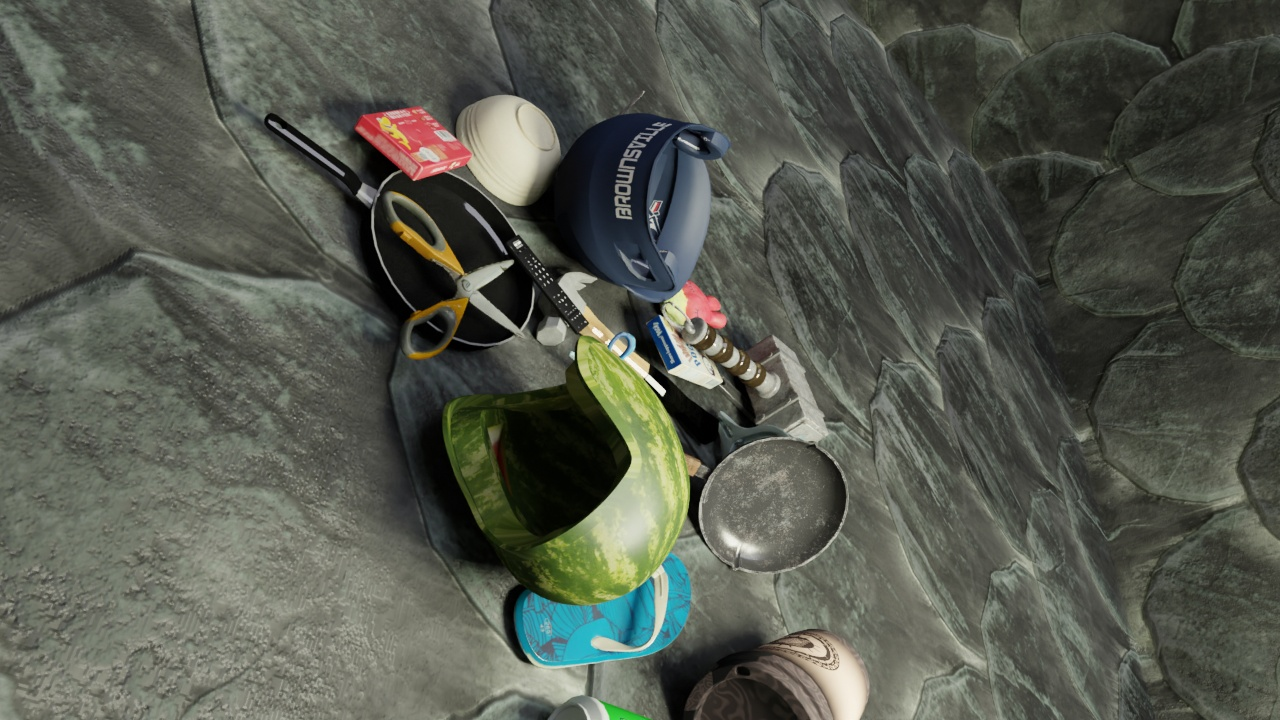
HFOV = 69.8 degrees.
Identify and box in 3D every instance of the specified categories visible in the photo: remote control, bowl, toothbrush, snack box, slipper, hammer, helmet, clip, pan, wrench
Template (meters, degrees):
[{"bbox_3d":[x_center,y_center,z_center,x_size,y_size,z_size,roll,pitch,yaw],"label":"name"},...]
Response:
[{"bbox_3d":[-0.114,-0.093,1.120,0.140,0.009,0.030,52,36,-6],"label":"remote control"},{"bbox_3d":[-0.159,-0.287,1.199,0.150,0.076,0.150,30,46,-37],"label":"bowl"},{"bbox_3d":[-0.059,-0.306,1.246,0.010,0.182,0.010,16,46,-43],"label":"toothbrush"},{"bbox_3d":[-0.257,-0.252,1.055,0.089,0.021,0.132,42,25,-1],"label":"snack box"},{"bbox_3d":[-0.019,0.274,1.020,0.294,0.060,0.118,2,69,-51],"label":"slipper"},{"bbox_3d":[0.145,0.007,1.337,0.326,0.080,0.176,34,31,-42],"label":"hammer"},{"bbox_3d":[-0.060,0.121,0.930,0.243,0.213,0.247,24,44,-67],"label":"helmet"},{"bbox_3d":[0.153,0.147,1.283,0.032,0.165,0.165,32,64,-41],"label":"clip"},{"bbox_3d":[-0.007,0.007,1.231,0.328,0.039,0.130,41,39,-28],"label":"hammer"},{"bbox_3d":[0.003,-0.201,1.227,0.272,0.223,0.232,34,73,-47],"label":"helmet"},{"bbox_3d":[0.108,0.156,1.206,0.357,0.208,0.040,27,14,-14],"label":"pan"},{"bbox_3d":[0.205,0.110,1.449,0.273,0.018,0.072,44,38,-23],"label":"wrench"},{"bbox_3d":[-0.260,-0.149,1.014,0.356,0.034,0.224,36,43,-32],"label":"pan"},{"bbox_3d":[0.064,-0.010,1.301,0.150,0.026,0.082,22,41,-62],"label":"snack box"}]

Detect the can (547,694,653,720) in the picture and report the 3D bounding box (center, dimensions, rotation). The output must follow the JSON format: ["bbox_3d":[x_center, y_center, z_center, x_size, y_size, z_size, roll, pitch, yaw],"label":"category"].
[{"bbox_3d":[-0.025,0.391,0.907,0.140,0.088,0.087,34,44,-34],"label":"can"}]

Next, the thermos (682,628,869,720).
[{"bbox_3d":[0.175,0.411,1.091,0.225,0.173,0.172,0,68,-59],"label":"thermos"}]

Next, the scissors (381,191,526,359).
[{"bbox_3d":[-0.211,-0.089,0.995,0.230,0.016,0.224,57,36,-11],"label":"scissors"}]

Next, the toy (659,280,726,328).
[{"bbox_3d":[0.077,-0.080,1.387,0.135,0.045,0.091,13,60,-40],"label":"toy"}]

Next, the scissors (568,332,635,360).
[{"bbox_3d":[-0.043,0.023,1.150,0.134,0.011,0.139,47,69,-33],"label":"scissors"}]
